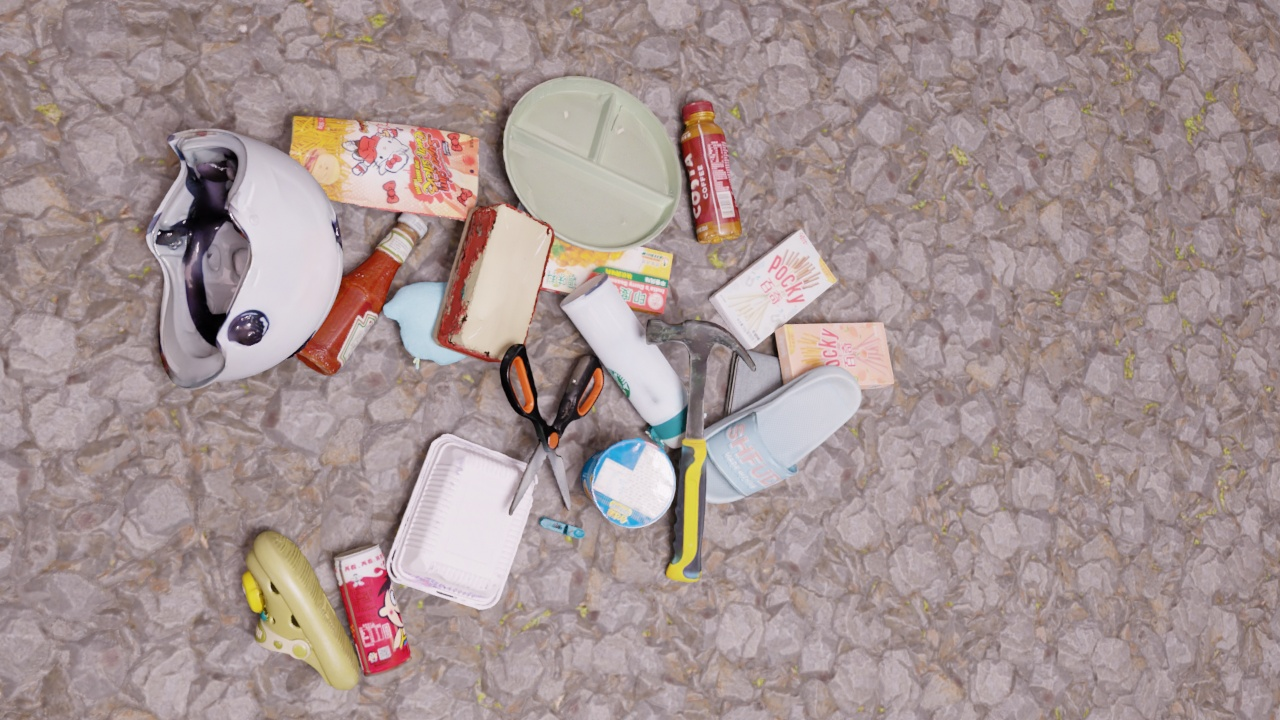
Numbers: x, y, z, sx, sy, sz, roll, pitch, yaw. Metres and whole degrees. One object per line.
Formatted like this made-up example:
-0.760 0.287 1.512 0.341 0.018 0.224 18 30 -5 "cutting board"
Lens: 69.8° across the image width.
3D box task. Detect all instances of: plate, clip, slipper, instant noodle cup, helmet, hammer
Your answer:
-0.058 -0.236 1.112 0.230 0.028 0.230 7 73 -22 "plate"
-0.093 0.198 1.084 0.057 0.046 0.014 22 80 -13 "clip"
-0.365 0.273 0.960 0.081 0.092 0.190 -30 97 -15 "slipper"
0.163 0.098 1.112 0.245 0.074 0.104 -35 112 5 "slipper"
-0.022 0.139 1.064 0.099 0.110 0.099 1 85 -17 "instant noodle cup"
-0.188 0.180 1.019 0.138 0.060 0.173 25 73 -23 "instant noodle cup"
-0.390 -0.098 0.932 0.145 0.229 0.259 -2 117 -44 "helmet"
0.064 0.111 1.071 0.126 0.031 0.324 3 107 4 "hammer"

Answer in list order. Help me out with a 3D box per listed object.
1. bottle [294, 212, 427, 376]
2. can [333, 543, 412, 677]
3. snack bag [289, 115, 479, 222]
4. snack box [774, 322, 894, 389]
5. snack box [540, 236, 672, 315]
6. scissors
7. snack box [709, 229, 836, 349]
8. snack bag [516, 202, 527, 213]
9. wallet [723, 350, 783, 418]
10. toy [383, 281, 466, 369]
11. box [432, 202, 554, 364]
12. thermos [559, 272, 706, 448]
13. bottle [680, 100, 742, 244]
-0.309 -0.079 1.026 0.060 0.060 0.205 35 71 -11 "bottle"
-0.292 0.270 0.999 0.053 0.053 0.132 -15 89 -18 "can"
-0.287 -0.220 1.038 0.207 0.073 0.128 4 61 -17 "snack bag"
0.251 -0.004 1.181 0.157 0.026 0.084 -2 77 -25 "snack box"
-0.041 -0.109 1.124 0.155 0.027 0.077 11 83 -15 "snack box"
-0.102 0.071 1.043 0.220 0.022 0.230 -49 134 -45 "scissors"
0.172 -0.092 1.189 0.156 0.027 0.084 -38 96 -16 "snack box"
-0.127 -0.199 1.108 0.048 0.026 0.104 23 79 -9 "snack bag"
0.175 0.048 1.170 0.129 0.037 0.106 13 80 -17 "wallet"
-0.210 -0.056 1.057 0.161 0.050 0.156 24 74 -25 "toy"
-0.158 -0.085 1.016 0.091 0.078 0.168 21 78 -38 "box"
-0.006 0.006 1.093 0.073 0.073 0.224 -40 105 -17 "thermos"
0.086 -0.238 1.159 0.057 0.057 0.175 -9 87 -18 "bottle"
